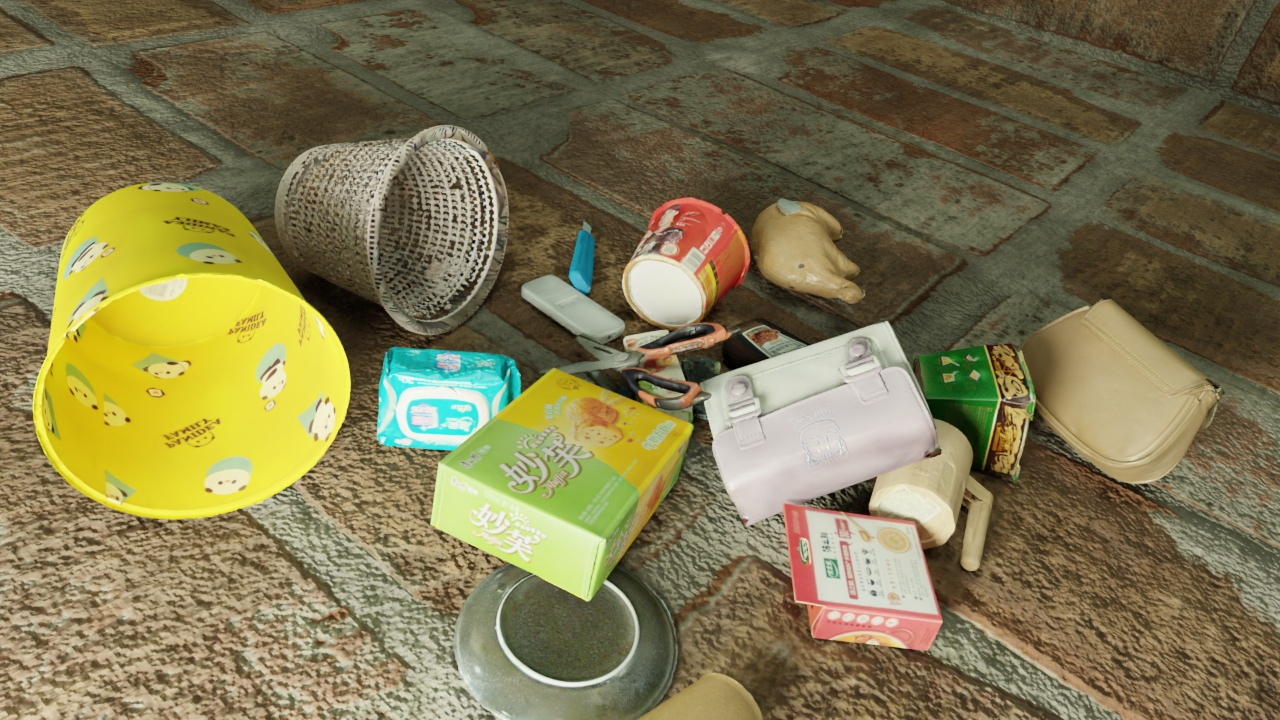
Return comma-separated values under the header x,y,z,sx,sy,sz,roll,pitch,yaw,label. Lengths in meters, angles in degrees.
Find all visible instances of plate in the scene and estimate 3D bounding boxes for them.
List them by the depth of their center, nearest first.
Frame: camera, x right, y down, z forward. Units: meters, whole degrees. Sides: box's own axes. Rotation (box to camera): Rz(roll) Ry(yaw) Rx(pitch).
x,y,z,sx,sy,sz,roll,pitch,yaw,label
-0.058,0.215,0.730,0.179,0.024,0.179,6,37,-5,plate

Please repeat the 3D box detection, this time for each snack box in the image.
x,y,z,sx,sy,sz,roll,pitch,yaw,label
0.186,0.188,0.805,0.127,0.044,0.113,9,37,-4,snack box
-0.063,0.100,0.822,0.158,0.070,0.209,22,30,15,snack box
0.348,0.052,0.980,0.106,0.118,0.117,1,35,9,snack box

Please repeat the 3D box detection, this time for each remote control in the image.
x,y,z,sx,sy,sz,roll,pitch,yaw,label
-0.081,-0.060,1.091,0.136,0.020,0.055,34,43,30,remote control

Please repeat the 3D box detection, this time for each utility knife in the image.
x,y,z,sx,sy,sz,roll,pitch,yaw,label
-0.073,-0.140,1.192,0.034,0.018,0.186,48,22,-24,utility knife

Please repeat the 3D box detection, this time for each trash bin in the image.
x,y,z,sx,sy,sz,roll,pitch,yaw,label
-0.407,-0.028,0.818,0.229,0.230,0.255,-13,37,-27,trash bin
-0.290,-0.158,1.034,0.192,0.228,0.226,14,35,26,trash bin

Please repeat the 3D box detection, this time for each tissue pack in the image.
x,y,z,sx,sy,sz,roll,pitch,yaw,label
-0.182,0.040,0.876,0.133,0.093,0.050,3,33,-8,tissue pack

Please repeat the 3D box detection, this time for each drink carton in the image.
x,y,z,sx,sy,sz,roll,pitch,yaw,label
0.018,0.021,0.985,0.053,0.046,0.122,-9,38,-7,drink carton

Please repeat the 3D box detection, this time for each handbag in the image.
x,y,z,sx,sy,sz,roll,pitch,yaw,label
0.167,0.057,0.875,0.197,0.098,0.144,-20,46,8,handbag
0.521,0.034,1.014,0.099,0.148,0.204,30,21,-41,handbag

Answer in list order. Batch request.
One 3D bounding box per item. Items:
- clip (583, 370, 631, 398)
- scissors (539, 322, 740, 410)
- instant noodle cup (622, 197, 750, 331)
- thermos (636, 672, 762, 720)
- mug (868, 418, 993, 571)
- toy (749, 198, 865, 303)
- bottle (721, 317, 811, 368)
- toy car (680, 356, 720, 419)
x,y,z,sx,sy,sz,roll,pitch,yaw,label
-0.037,0.030,0.988,0.056,0.026,0.024,31,42,6,clip
-0.001,0.003,0.948,0.227,0.015,0.188,-15,31,5,scissors
0.048,-0.110,1.100,0.138,0.138,0.108,22,46,15,instant noodle cup
0.019,0.275,0.622,0.093,0.093,0.142,33,35,27,thermos
0.285,0.131,0.886,0.124,0.084,0.103,41,41,-3,mug
0.218,-0.132,1.207,0.143,0.083,0.225,-4,41,-4,toy
0.177,0.012,1.011,0.079,0.044,0.195,-19,36,-33,bottle
0.068,0.031,0.995,0.043,0.034,0.090,3,39,-13,toy car
